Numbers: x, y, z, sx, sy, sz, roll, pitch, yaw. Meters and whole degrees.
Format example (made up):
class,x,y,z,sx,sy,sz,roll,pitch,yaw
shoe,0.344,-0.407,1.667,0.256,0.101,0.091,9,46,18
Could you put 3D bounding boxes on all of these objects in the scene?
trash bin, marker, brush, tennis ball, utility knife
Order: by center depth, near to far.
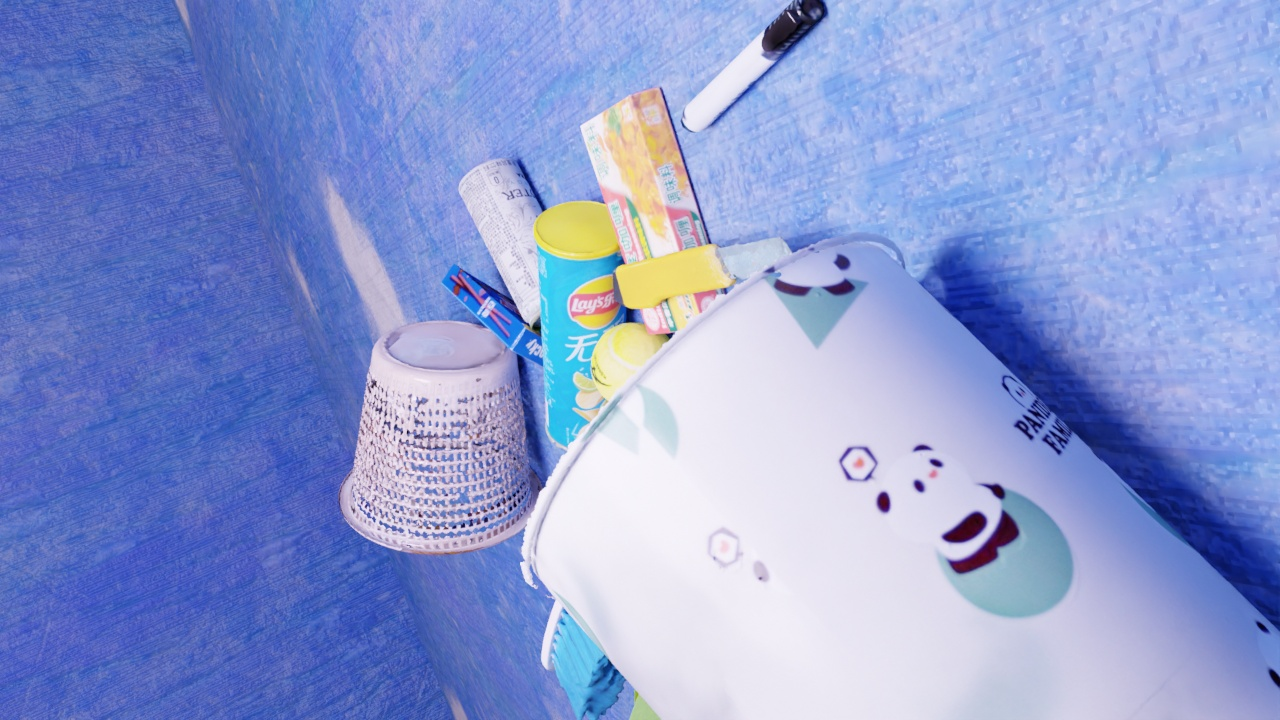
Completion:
class,x,y,z,sx,sy,sz,roll,pitch,yaw
trash bin,0.116,0.113,0.377,0.252,0.229,0.230,46,148,26
marker,0.054,-0.155,0.492,0.018,0.022,0.131,62,153,-1
utility knife,0.032,-0.052,0.558,0.220,0.015,0.033,-1,108,64
tennis ball,-0.004,0.004,0.681,0.065,0.065,0.066,44,146,40
brush,-0.022,0.145,0.749,0.109,0.060,0.315,37,117,37
trash bin,-0.216,0.069,1.005,0.227,0.227,0.192,37,128,47

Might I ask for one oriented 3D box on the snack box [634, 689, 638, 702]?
class,x,y,z,sx,sy,sz,roll,pitch,yaw
snack box,0.026,0.344,0.845,0.086,0.026,0.156,59,-179,-1

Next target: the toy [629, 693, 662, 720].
class,x,y,z,sx,sy,sz,roll,pitch,yaw
toy,0.035,0.267,0.660,0.090,0.246,0.228,25,148,1

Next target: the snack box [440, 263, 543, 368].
class,x,y,z,sx,sy,sz,roll,pitch,yaw
snack box,-0.122,-0.036,0.868,0.084,0.026,0.157,32,-176,-44

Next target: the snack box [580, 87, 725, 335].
class,x,y,z,sx,sy,sz,roll,pitch,yaw
snack box,0.010,-0.096,0.619,0.077,0.027,0.156,-4,107,62

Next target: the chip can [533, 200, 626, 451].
class,x,y,z,sx,sy,sz,roll,pitch,yaw
chip can,-0.045,-0.020,0.737,0.071,0.071,0.211,46,148,38

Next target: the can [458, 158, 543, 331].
class,x,y,z,sx,sy,sz,roll,pitch,yaw
can,-0.102,-0.101,0.796,0.146,0.058,0.058,62,154,12
